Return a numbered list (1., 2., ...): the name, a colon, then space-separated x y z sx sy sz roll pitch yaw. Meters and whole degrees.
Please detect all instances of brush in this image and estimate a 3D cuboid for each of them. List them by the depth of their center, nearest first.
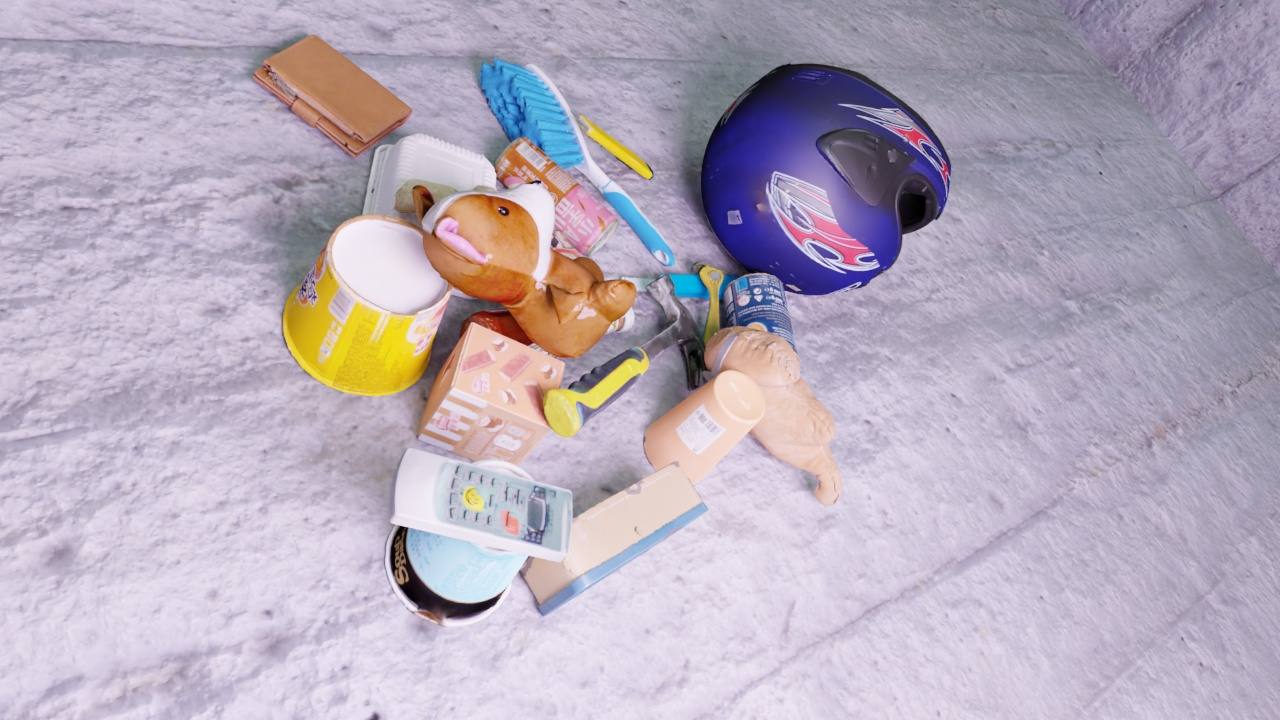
1. brush: -0.074 -0.233 1.091 0.109 0.061 0.314 -20 74 -45

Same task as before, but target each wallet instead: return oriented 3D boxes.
1. wallet: -0.322 -0.280 0.968 0.132 0.031 0.107 36 43 -6

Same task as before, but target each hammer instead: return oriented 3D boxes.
1. hammer: -0.005 0.005 0.906 0.126 0.032 0.322 60 28 -4

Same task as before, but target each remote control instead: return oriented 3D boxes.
1. remote control: -0.113 0.105 0.665 0.135 0.019 0.056 19 49 -22

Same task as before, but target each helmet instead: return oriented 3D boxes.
1. helmet: 0.223 -0.198 1.134 0.315 0.248 0.240 27 73 -21

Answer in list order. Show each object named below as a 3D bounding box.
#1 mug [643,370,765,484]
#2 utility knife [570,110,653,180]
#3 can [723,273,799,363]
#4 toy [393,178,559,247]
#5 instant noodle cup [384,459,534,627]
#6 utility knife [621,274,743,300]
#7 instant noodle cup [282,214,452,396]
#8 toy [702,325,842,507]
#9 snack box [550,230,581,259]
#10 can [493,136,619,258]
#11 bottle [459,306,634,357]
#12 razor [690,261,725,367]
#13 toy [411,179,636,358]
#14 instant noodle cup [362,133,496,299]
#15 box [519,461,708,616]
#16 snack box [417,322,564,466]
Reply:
1. mug: 0.066 0.064 0.916 0.078 0.123 0.078 17 51 -22
2. utility knife: -0.033 -0.260 1.116 0.170 0.015 0.033 25 29 -52
3. can: 0.140 -0.039 1.074 0.075 0.076 0.111 14 52 -26
4. toy: -0.156 -0.136 0.877 0.157 0.066 0.105 17 9 -19
5. instant noodle cup: -0.131 0.140 0.728 0.111 0.121 0.111 18 51 -23
6. utility knife: 0.062 -0.089 1.098 0.198 0.018 0.034 0 69 -34
7. instant noodle cup: -0.234 -0.054 0.808 0.138 0.110 0.137 18 49 -22
8. toy: 0.148 0.057 0.977 0.082 0.143 0.226 -40 117 -12
9. snack box: -0.091 -0.095 0.950 0.075 0.025 0.153 3 31 -31
10. can: -0.095 -0.183 1.032 0.147 0.058 0.057 42 45 -1
11. bottle: -0.086 -0.032 0.930 0.205 0.060 0.059 -13 67 -46
12. razor: 0.079 -0.053 1.066 0.043 0.028 0.132 20 61 -28
13. toy: -0.100 -0.087 0.783 0.199 0.130 0.140 25 3 -29
14. instant noodle cup: -0.207 -0.158 0.938 0.138 0.061 0.173 16 50 -24
15. box: -0.028 0.157 0.811 0.183 0.090 0.060 -26 77 -41
16. snack box: -0.133 0.035 0.822 0.094 0.093 0.076 24 48 -18
